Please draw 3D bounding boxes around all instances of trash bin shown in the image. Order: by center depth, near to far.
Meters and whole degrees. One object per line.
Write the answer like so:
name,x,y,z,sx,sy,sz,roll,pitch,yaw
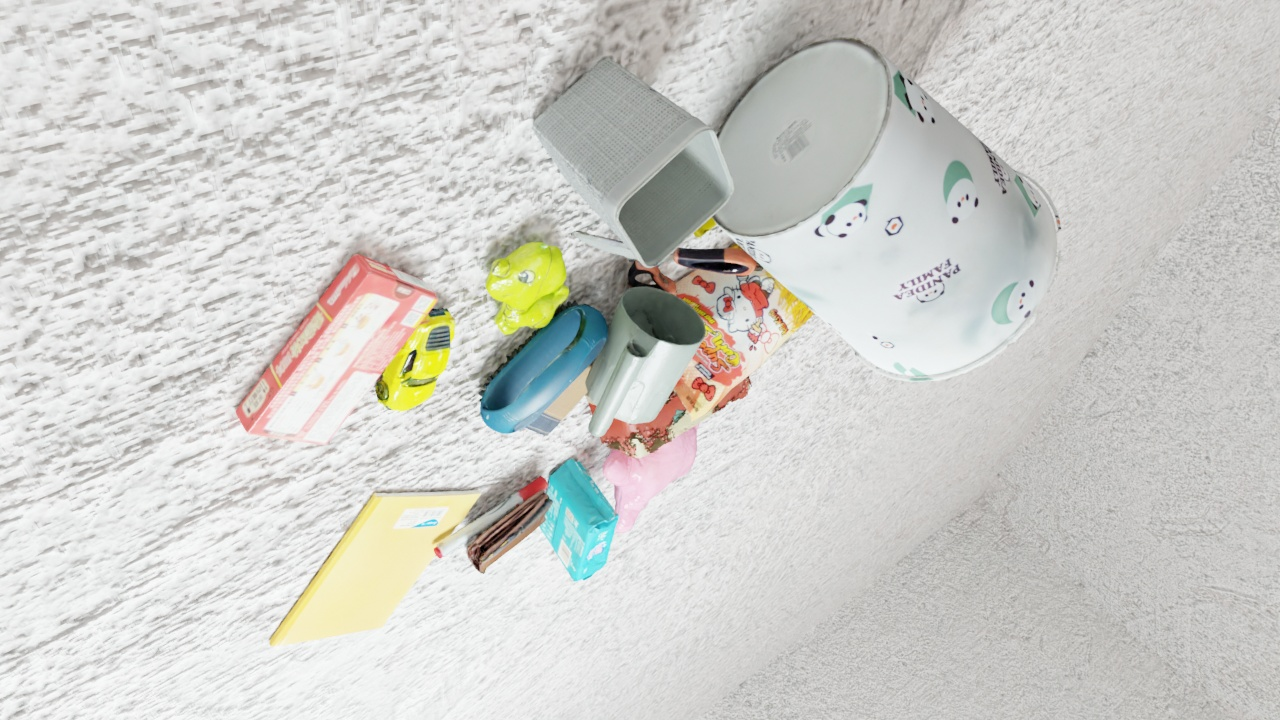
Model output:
trash bin,0.204,-0.133,0.809,0.251,0.229,0.230,29,107,-38

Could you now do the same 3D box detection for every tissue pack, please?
tissue pack,-0.072,0.186,1.068,0.050,0.093,0.134,-21,146,-30

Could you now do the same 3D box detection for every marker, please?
marker,-0.160,0.169,0.993,0.144,0.017,0.017,-32,151,-32

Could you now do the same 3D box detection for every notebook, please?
notebook,-0.265,0.209,0.931,0.207,0.010,0.145,-52,151,16

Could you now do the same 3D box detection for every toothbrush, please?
toothbrush,0.128,-0.178,0.907,0.190,0.016,0.016,-37,151,-12

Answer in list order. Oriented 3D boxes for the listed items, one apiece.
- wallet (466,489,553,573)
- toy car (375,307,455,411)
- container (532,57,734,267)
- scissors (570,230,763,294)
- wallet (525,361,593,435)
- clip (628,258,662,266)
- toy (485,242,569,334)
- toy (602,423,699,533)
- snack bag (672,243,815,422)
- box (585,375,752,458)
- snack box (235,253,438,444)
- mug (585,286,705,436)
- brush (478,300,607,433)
wallet,-0.143,0.190,1.014,0.101,0.032,0.125,-37,172,-20
toy car,-0.178,0.004,0.738,0.048,0.032,0.105,-13,141,-46
container,-0.008,-0.146,0.664,0.090,0.114,0.090,-43,152,-3
scissors,0.020,-0.088,0.808,0.226,0.015,0.189,2,167,-27
wallet,-0.077,0.020,0.896,0.115,0.033,0.090,-47,155,4
clip,0.002,-0.098,0.849,0.025,0.036,0.057,-44,153,14
toy,-0.091,-0.062,0.762,0.096,0.031,0.100,-14,145,-43
toy,0.020,0.095,1.087,0.194,0.075,0.179,-40,140,-36
snack bag,0.092,-0.046,0.944,0.207,0.128,0.073,-37,-178,-20
box,0.035,0.040,0.983,0.168,0.091,0.078,-29,115,-27
snack box,-0.222,-0.004,0.674,0.153,0.025,0.075,-50,151,11
mug,-0.005,0.005,0.838,0.104,0.083,0.123,-63,174,35
brush,-0.085,0.009,0.816,0.144,0.073,0.055,-45,112,1
